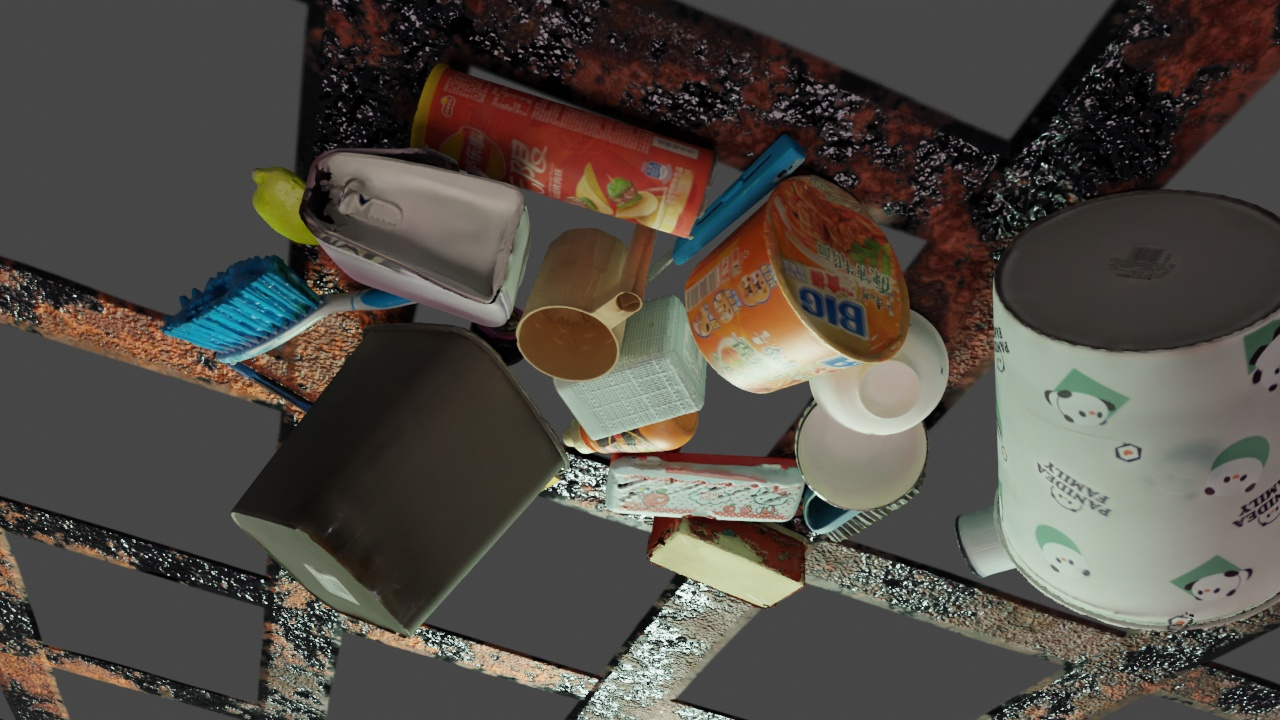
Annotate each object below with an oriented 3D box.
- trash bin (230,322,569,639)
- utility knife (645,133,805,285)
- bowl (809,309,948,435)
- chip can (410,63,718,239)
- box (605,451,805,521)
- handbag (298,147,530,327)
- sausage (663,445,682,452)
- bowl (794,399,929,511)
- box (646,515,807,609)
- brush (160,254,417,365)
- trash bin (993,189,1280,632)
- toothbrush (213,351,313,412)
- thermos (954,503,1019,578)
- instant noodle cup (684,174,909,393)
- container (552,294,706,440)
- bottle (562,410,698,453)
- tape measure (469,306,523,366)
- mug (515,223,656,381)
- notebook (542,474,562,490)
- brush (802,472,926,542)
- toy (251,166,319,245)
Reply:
[{"bbox_3d":[-0.218,0.109,0.834,0.199,0.219,0.199,2,135,40],"label":"trash bin"},{"bbox_3d":[0.060,-0.113,0.721,0.018,0.034,0.186,26,137,-26],"label":"utility knife"},{"bbox_3d":[0.201,0.016,0.761,0.118,0.064,0.118,2,103,6],"label":"bowl"},{"bbox_3d":[-0.054,-0.153,0.677,0.216,0.073,0.073,15,136,-5],"label":"chip can"},{"bbox_3d":[0.065,0.129,0.936,0.201,0.047,0.087,4,137,-4],"label":"box"},{"bbox_3d":[-0.158,-0.091,0.682,0.145,0.098,0.197,12,175,-6],"label":"handbag"},{"bbox_3d":[0.028,0.100,0.954,0.020,0.020,0.156,16,136,-4],"label":"sausage"},{"bbox_3d":[0.198,0.074,0.842,0.116,0.066,0.116,1,98,5],"label":"bowl"},{"bbox_3d":[0.097,0.216,1.017,0.168,0.077,0.092,25,135,-15],"label":"box"},{"bbox_3d":[-0.297,-0.059,0.843,0.315,0.060,0.109,-20,134,26],"label":"brush"},{"bbox_3d":[0.369,0.030,0.675,0.230,0.228,0.252,-9,128,20],"label":"trash bin"},{"bbox_3d":[-0.372,0.043,0.988,0.189,0.014,0.016,35,155,-21],"label":"toothbrush"},{"bbox_3d":[0.426,0.150,0.888,0.225,0.073,0.073,-27,124,33],"label":"thermos"},{"bbox_3d":[0.113,-0.049,0.701,0.151,0.151,0.112,34,140,-22],"label":"instant noodle cup"},{"bbox_3d":[-0.005,0.005,0.816,0.112,0.089,0.090,-14,131,21],"label":"container"},{"bbox_3d":[-0.017,0.063,0.901,0.150,0.066,0.067,-16,130,35],"label":"bottle"},{"bbox_3d":[-0.127,-0.021,0.836,0.058,0.056,0.039,39,141,22],"label":"tape measure"},{"bbox_3d":[-0.037,-0.057,0.747,0.084,0.103,0.125,37,131,-24],"label":"mug"},{"bbox_3d":[-0.210,0.133,1.046,0.207,0.010,0.146,-30,122,35],"label":"notebook"},{"bbox_3d":[0.212,0.129,0.918,0.073,0.055,0.144,28,134,-17],"label":"brush"},{"bbox_3d":[-0.282,-0.125,0.783,0.100,0.031,0.097,-1,137,12],"label":"toy"}]
